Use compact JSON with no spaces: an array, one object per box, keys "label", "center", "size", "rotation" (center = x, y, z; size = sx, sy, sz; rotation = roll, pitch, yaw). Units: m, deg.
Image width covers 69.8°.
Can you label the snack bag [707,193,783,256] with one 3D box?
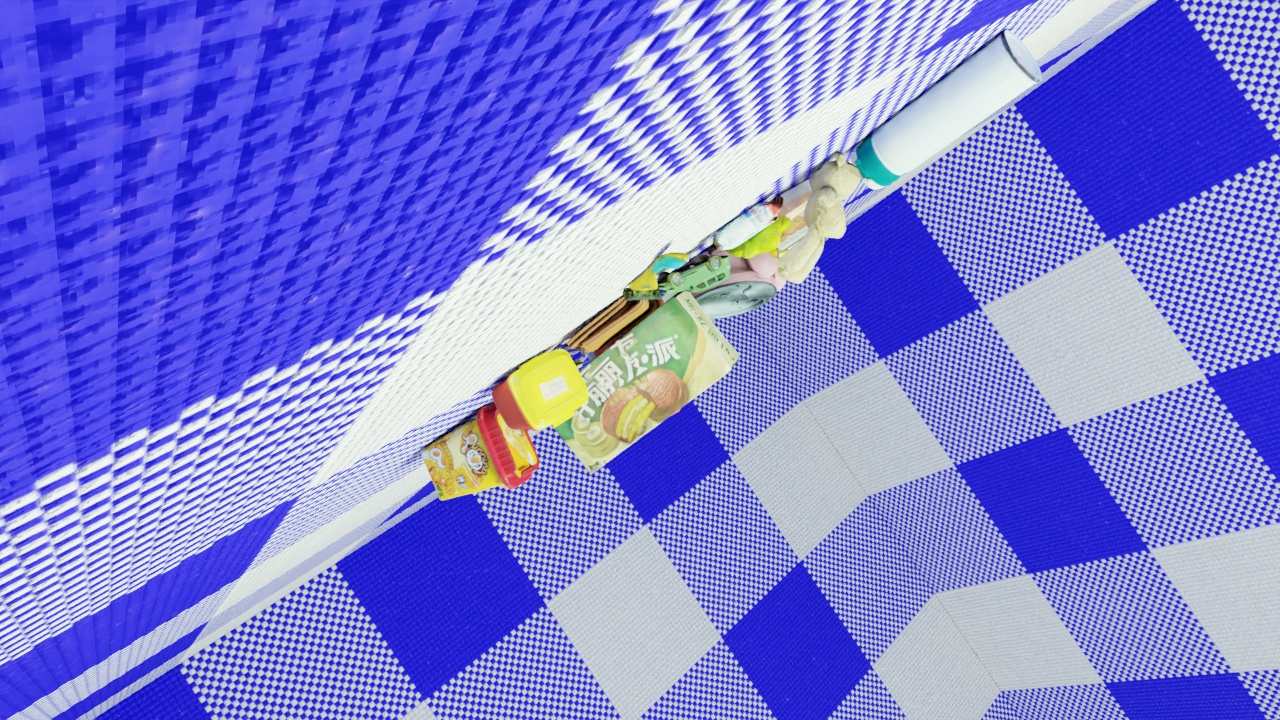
[{"label":"snack bag","center":[0.119,-0.152,1.039],"size":[0.104,0.026,0.048],"rotation":[-33,-167,6]}]

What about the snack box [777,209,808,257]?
[{"label":"snack box","center":[0.181,-0.165,1.461],"size":[0.177,0.046,0.183],"rotation":[-34,178,-9]}]

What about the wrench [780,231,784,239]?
[{"label":"wrench","center":[0.120,-0.103,1.278],"size":[0.272,0.056,0.016],"rotation":[-51,177,-25]}]

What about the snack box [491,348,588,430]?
[{"label":"snack box","center":[-0.121,0.040,1.077],"size":[0.091,0.082,0.080],"rotation":[-31,-174,-37]}]

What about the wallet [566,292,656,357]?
[{"label":"wallet","center":[-0.032,-0.045,1.112],"size":[0.108,0.031,0.131],"rotation":[-36,176,7]}]

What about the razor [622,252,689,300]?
[{"label":"razor","center":[0.021,-0.090,0.942],"size":[0.043,0.028,0.133],"rotation":[0,168,-19]}]

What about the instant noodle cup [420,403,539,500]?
[{"label":"instant noodle cup","center":[-0.221,0.129,1.254],"size":[0.124,0.116,0.116],"rotation":[-23,180,12]}]

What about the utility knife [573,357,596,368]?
[{"label":"utility knife","center":[-0.097,0.012,1.155],"size":[0.033,0.015,0.217],"rotation":[-28,-175,-23]}]

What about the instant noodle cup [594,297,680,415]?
[{"label":"instant noodle cup","center":[-0.008,0.007,1.256],"size":[0.079,0.164,0.189],"rotation":[-8,169,-19]}]

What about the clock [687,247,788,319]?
[{"label":"clock","center":[0.128,-0.107,1.170],"size":[0.159,0.059,0.117],"rotation":[-16,162,17]}]

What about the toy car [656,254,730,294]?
[{"label":"toy car","center":[0.062,-0.098,1.063],"size":[0.091,0.036,0.043],"rotation":[-20,-166,-14]}]

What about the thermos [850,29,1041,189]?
[{"label":"thermos","center":[0.344,-0.280,1.061],"size":[0.225,0.073,0.073],"rotation":[-35,178,40]}]

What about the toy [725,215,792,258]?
[{"label":"toy","center":[0.133,-0.147,1.079],"size":[0.100,0.031,0.096],"rotation":[-12,-148,49]}]

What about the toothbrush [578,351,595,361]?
[{"label":"toothbrush","center":[-0.123,0.026,1.398],"size":[0.026,0.026,0.222],"rotation":[-24,172,-41]}]

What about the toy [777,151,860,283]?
[{"label":"toy","center":[0.205,-0.163,1.063],"size":[0.157,0.066,0.105],"rotation":[-62,149,-8]}]

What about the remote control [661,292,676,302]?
[{"label":"remote control","center":[0.026,-0.058,1.372],"size":[0.135,0.056,0.019],"rotation":[-36,178,25]}]

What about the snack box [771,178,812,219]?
[{"label":"snack box","center":[0.162,-0.177,1.174],"size":[0.084,0.026,0.158],"rotation":[-32,177,-37]}]

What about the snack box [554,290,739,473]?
[{"label":"snack box","center":[-0.005,0.028,1.143],"size":[0.241,0.114,0.063],"rotation":[-38,-179,22]}]
